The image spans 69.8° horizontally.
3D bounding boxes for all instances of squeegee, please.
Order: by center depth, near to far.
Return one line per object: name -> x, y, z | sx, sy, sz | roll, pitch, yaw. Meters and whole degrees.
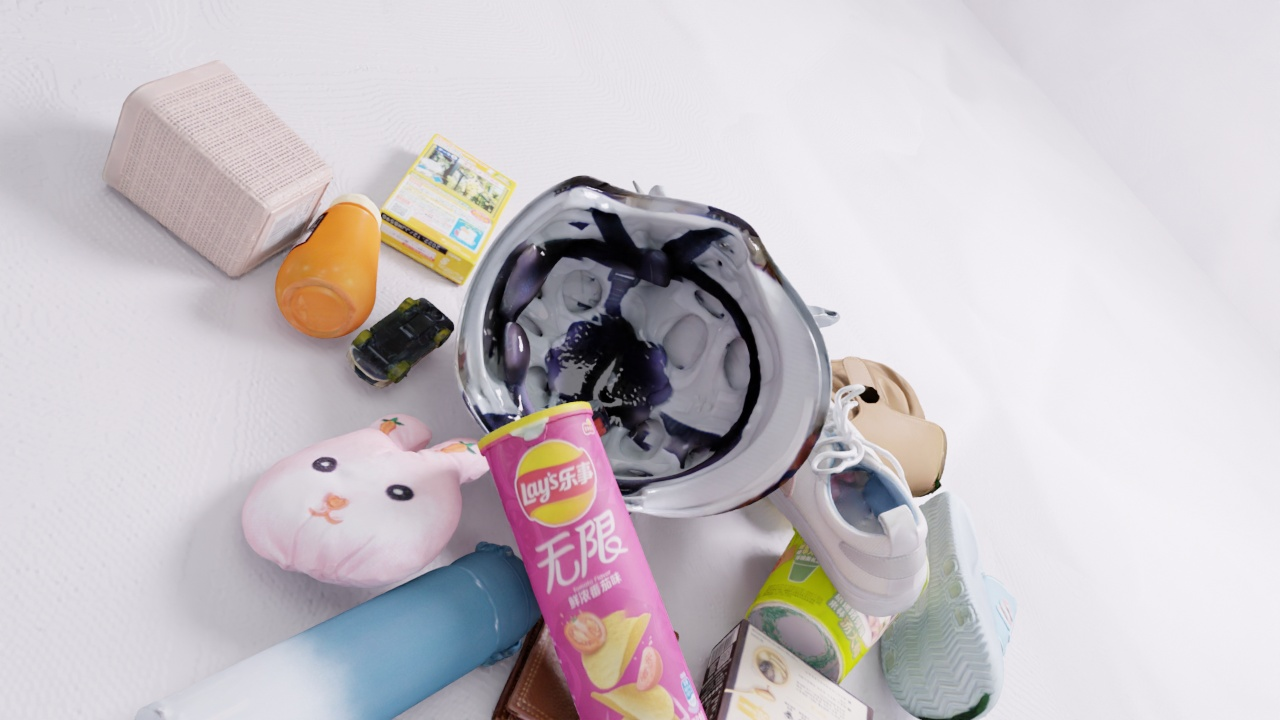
squeegee -> 0.112, -0.063, 0.954 | 0.246, 0.039, 0.246 | 13, 41, -34

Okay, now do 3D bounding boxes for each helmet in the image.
helmet -> -0.004, 0.004, 0.675 | 0.258, 0.146, 0.228 | 21, 78, -5

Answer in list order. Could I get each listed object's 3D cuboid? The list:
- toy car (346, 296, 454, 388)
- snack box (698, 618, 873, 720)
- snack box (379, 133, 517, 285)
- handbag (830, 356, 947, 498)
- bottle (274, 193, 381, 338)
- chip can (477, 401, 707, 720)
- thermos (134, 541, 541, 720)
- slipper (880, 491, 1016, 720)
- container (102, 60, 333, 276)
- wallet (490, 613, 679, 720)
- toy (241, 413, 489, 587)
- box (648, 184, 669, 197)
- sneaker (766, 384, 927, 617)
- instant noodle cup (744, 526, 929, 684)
toy car -> -0.173, -0.011, 0.660 | 0.042, 0.035, 0.090 | 39, 38, 0
snack box -> 0.092, 0.245, 0.590 | 0.113, 0.053, 0.125 | 35, 30, -1
snack box -> -0.166, -0.133, 0.790 | 0.087, 0.034, 0.140 | 30, 40, -14
handbag -> 0.187, 0.062, 0.843 | 0.204, 0.100, 0.147 | -2, 51, -34
bottle -> -0.219, -0.080, 0.671 | 0.066, 0.067, 0.149 | 24, 33, -21
chip can -> -0.025, 0.133, 0.531 | 0.071, 0.072, 0.210 | -12, 77, -46
thermos -> -0.144, 0.164, 0.490 | 0.219, 0.070, 0.070 | -17, 65, -48
slipper -> 0.259, 0.206, 0.767 | 0.074, 0.104, 0.244 | 37, 31, -9
container -> -0.288, -0.130, 0.638 | 0.111, 0.090, 0.089 | 41, 37, -5
wallet -> -0.028, 0.198, 0.583 | 0.101, 0.032, 0.124 | 36, 38, -11
toy -> -0.159, 0.077, 0.559 | 0.121, 0.054, 0.159 | 17, 27, 11
box -> 0.006, -0.067, 0.815 | 0.095, 0.102, 0.201 | 11, 46, -34
sneaker -> 0.134, 0.068, 0.680 | 0.089, 0.091, 0.242 | -14, 40, -11
instant noodle cup -> 0.141, 0.178, 0.691 | 0.111, 0.112, 0.123 | 47, 46, 7
